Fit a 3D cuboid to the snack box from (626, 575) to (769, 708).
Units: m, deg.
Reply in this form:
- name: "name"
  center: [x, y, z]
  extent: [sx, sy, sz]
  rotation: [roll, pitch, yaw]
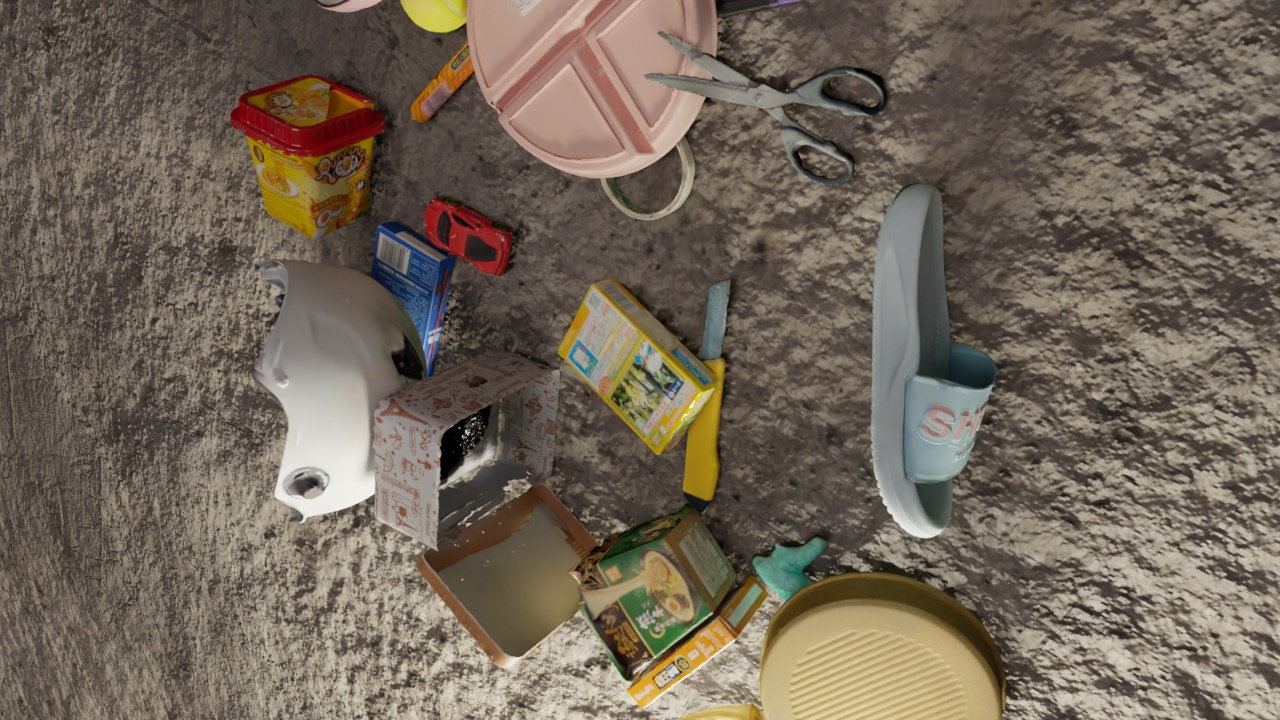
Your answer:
- name: "snack box"
  center: [0.052, 0.262, 0.849]
  extent: [0.026, 0.075, 0.154]
  rotation: [46, 126, 9]

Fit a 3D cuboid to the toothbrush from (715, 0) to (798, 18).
- name: "toothbrush"
  center: [0.053, -0.261, 0.686]
  extent: [0.189, 0.016, 0.014]
  rotation: [2, 119, 31]

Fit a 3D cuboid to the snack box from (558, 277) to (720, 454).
- name: "snack box"
  center: [-0.005, 0.005, 0.804]
  extent: [0.140, 0.033, 0.087]
  rotation: [46, 129, 20]

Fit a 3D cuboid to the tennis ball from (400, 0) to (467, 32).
- name: "tennis ball"
  center: [-0.172, -0.314, 0.780]
  extent: [0.065, 0.065, 0.065]
  rotation: [12, 114, 29]

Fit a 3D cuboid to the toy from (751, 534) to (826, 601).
- name: "toy"
  center: [0.140, 0.194, 0.795]
  extent: [0.092, 0.030, 0.097]
  rotation: [45, 123, 7]

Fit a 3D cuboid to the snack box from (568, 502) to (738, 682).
- name: "snack box"
  center: [0.020, 0.203, 0.833]
  extent: [0.106, 0.118, 0.117]
  rotation: [-34, 88, 27]

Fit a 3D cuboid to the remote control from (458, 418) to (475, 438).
- name: "remote control"
  center: [-0.218, 0.087, 0.990]
  extent: [0.049, 0.024, 0.125]
  rotation: [41, 124, 13]

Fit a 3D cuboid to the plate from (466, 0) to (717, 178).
- name: "plate"
  center: [-0.048, -0.257, 0.721]
  extent: [0.230, 0.028, 0.230]
  rotation: [13, 116, 28]

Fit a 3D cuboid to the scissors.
- name: "scissors"
  center: [0.094, -0.192, 0.663]
  extent: [0.165, 0.014, 0.164]
  rotation: [-22, 107, 27]

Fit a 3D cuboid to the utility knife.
- name: "utility knife"
  center: [0.060, 0.034, 0.793]
  extent: [0.033, 0.015, 0.224]
  rotation: [18, 118, 28]

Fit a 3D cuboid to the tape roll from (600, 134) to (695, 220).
- name: "tape roll"
  center: [0.004, -0.159, 0.757]
  extent: [0.086, 0.013, 0.086]
  rotation: [12, 114, 29]

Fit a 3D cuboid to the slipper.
- name: "slipper"
  center: [0.207, 0.001, 0.637]
  extent: [0.074, 0.103, 0.245]
  rotation: [2, 103, 30]

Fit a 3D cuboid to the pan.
- name: "pan"
  center: [0.138, 0.301, 0.802]
  extent: [0.358, 0.078, 0.197]
  rotation: [-32, 97, 25]

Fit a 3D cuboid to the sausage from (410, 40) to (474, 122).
- name: "sausage"
  center: [-0.160, -0.263, 0.819]
  extent: [0.166, 0.021, 0.021]
  rotation: [-33, 89, 37]

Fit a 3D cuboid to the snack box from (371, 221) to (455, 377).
- name: "snack box"
  center: [-0.243, -0.055, 0.950]
  extent: [0.084, 0.026, 0.157]
  rotation: [30, 122, 20]

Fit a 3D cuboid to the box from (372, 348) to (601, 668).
- name: "box"
  center: [-0.137, 0.131, 0.858]
  extent: [0.136, 0.179, 0.269]
  rotation: [-15, 98, 36]

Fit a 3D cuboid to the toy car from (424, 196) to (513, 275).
- name: "toy car"
  center: [-0.167, -0.119, 0.875]
  extent: [0.106, 0.031, 0.049]
  rotation: [30, 121, 23]

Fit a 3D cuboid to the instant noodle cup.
- name: "instant noodle cup"
  center: [-0.322, -0.197, 0.901]
  extent: [0.116, 0.115, 0.124]
  rotation: [29, 132, 21]

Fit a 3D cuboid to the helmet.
- name: "helmet"
  center: [-0.279, 0.026, 0.881]
  extent: [0.229, 0.145, 0.259]
  rotation: [-121, 29, -53]

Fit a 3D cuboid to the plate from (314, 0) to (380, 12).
- name: "plate"
  center: [-0.208, -0.371, 0.758]
  extent: [0.193, 0.039, 0.192]
  rotation: [-16, 65, 38]
